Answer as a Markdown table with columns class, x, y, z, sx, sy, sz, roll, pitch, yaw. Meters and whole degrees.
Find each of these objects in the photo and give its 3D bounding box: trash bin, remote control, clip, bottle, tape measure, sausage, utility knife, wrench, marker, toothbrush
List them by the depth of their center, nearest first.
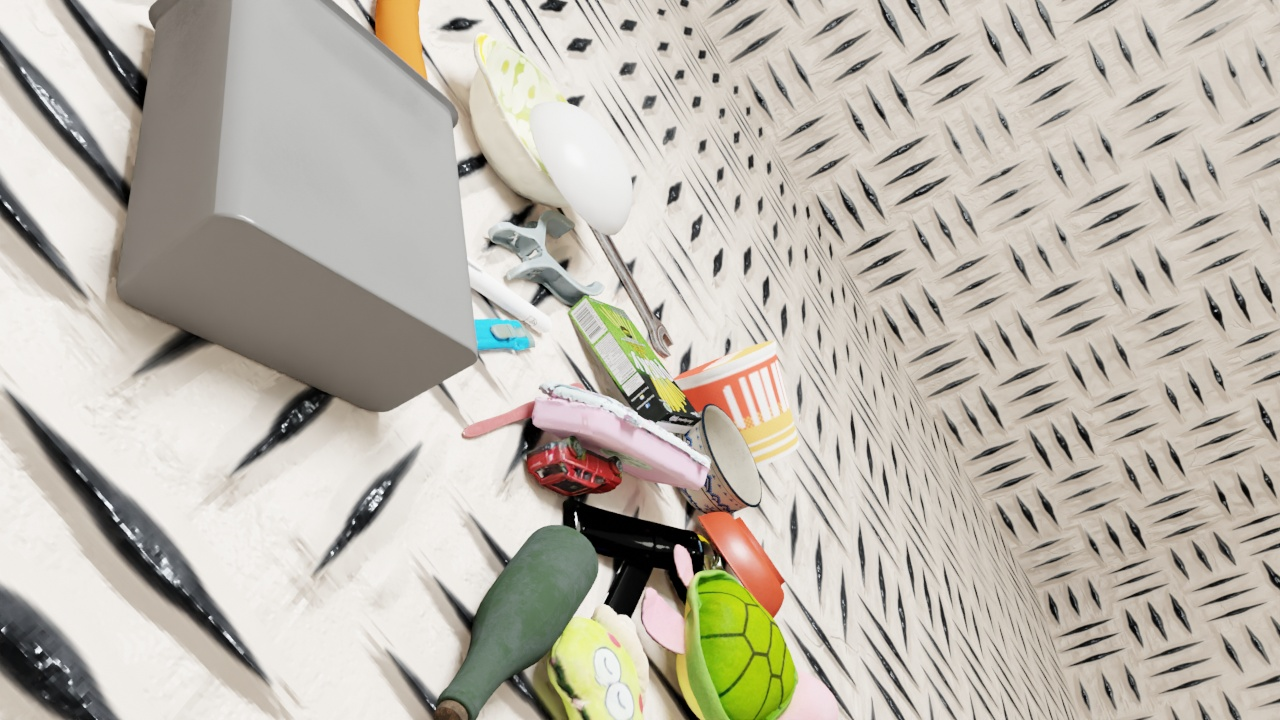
| class | x | y | z | sx | sy | sz | roll | pitch | yaw |
| --- | --- | --- | --- | --- | --- | --- | --- | --- | --- |
| bottle | -0.077 | 0.162 | 0.555 | 0.055 | 0.055 | 0.173 | 59 | 23 | -7 |
| trash bin | -0.196 | -0.107 | 0.556 | 0.191 | 0.098 | 0.219 | 35 | 35 | -49 |
| utility knife | -0.125 | -0.019 | 0.724 | 0.031 | 0.015 | 0.158 | 60 | 22 | 8 |
| remote control | -0.012 | 0.186 | 0.732 | 0.028 | 0.012 | 0.124 | 58 | 21 | -8 |
| toothbrush | -0.091 | 0.040 | 0.733 | 0.015 | 0.016 | 0.184 | 63 | 24 | 3 |
| remote control | -0.003 | 0.146 | 0.758 | 0.151 | 0.020 | 0.041 | 22 | 44 | -38 |
| marker | -0.118 | -0.057 | 0.777 | 0.133 | 0.020 | 0.017 | 36 | 31 | -48 |
| sausage | -0.214 | -0.289 | 0.818 | 0.044 | 0.039 | 0.164 | 36 | 33 | -48 |
| tape measure | 0.053 | 0.191 | 0.836 | 0.062 | 0.038 | 0.067 | 28 | 38 | -56 |
| clip | -0.077 | -0.076 | 0.885 | 0.143 | 0.029 | 0.171 | 59 | 22 | -1 |
| wrench | -0.032 | -0.125 | 1.073 | 0.273 | 0.010 | 0.070 | 61 | 21 | -3 |

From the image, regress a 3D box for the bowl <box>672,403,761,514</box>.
| class | x | y | z | sx | sy | sz | roll | pitch | yaw |
| --- | --- | --- | --- | --- | --- | --- | --- | --- | --- |
| bowl | 0.071 | 0.109 | 0.949 | 0.115 | 0.059 | 0.115 | 48 | 25 | -31 |

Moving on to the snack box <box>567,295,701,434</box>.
| class | x | y | z | sx | sy | sz | roll | pitch | yaw |
| --- | --- | --- | --- | --- | --- | --- | --- | --- | --- |
| snack box | -0.005 | 0.005 | 0.902 | 0.147 | 0.025 | 0.080 | 55 | 17 | 22 |

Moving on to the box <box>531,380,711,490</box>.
| class | x | y | z | sx | sy | sz | roll | pitch | yaw |
| --- | --- | --- | --- | --- | --- | --- | --- | --- | --- |
| box | -0.009 | 0.065 | 0.779 | 0.202 | 0.086 | 0.044 | 36 | 67 | -54 |

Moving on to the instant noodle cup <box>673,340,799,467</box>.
| class | x | y | z | sx | sy | sz | roll | pitch | yaw |
| --- | --- | --- | --- | --- | --- | --- | --- | --- | --- |
| instant noodle cup | 0.117 | 0.056 | 1.052 | 0.121 | 0.124 | 0.123 | 69 | 21 | -2 |

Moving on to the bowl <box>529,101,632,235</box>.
| class | x | y | z | sx | sy | sz | roll | pitch | yaw |
| --- | --- | --- | --- | --- | --- | --- | --- | --- | --- |
| bowl | -0.048 | -0.200 | 0.916 | 0.149 | 0.043 | 0.149 | 47 | 26 | -32 |

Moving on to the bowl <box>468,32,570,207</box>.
| class | x | y | z | sx | sy | sz | roll | pitch | yaw |
| --- | --- | --- | --- | --- | --- | --- | --- | --- | --- |
| bowl | -0.115 | -0.228 | 0.940 | 0.219 | 0.060 | 0.188 | 44 | 28 | -36 |

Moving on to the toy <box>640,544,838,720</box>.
| class | x | y | z | sx | sy | sz | roll | pitch | yaw |
| --- | --- | --- | --- | --- | --- | --- | --- | --- | --- |
| toy | 0.082 | 0.253 | 0.758 | 0.238 | 0.088 | 0.189 | 53 | 29 | -21 |

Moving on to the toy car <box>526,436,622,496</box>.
| class | x | y | z | sx | sy | sz | roll | pitch | yaw |
| --- | --- | --- | --- | --- | --- | --- | --- | --- | --- |
| toy car | -0.050 | 0.087 | 0.724 | 0.091 | 0.042 | 0.036 | 28 | 47 | -54 |

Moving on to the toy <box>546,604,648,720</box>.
| class | x | y | z | sx | sy | sz | roll | pitch | yaw |
| --- | --- | --- | --- | --- | --- | --- | --- | --- | --- |
| toy | -0.023 | 0.212 | 0.626 | 0.092 | 0.046 | 0.115 | 64 | 19 | 2 |

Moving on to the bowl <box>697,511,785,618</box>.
| class | x | y | z | sx | sy | sz | roll | pitch | yaw |
| --- | --- | --- | --- | --- | --- | --- | --- | --- | --- |
| bowl | 0.104 | 0.193 | 0.894 | 0.122 | 0.035 | 0.122 | 55 | -1 | 1 |
